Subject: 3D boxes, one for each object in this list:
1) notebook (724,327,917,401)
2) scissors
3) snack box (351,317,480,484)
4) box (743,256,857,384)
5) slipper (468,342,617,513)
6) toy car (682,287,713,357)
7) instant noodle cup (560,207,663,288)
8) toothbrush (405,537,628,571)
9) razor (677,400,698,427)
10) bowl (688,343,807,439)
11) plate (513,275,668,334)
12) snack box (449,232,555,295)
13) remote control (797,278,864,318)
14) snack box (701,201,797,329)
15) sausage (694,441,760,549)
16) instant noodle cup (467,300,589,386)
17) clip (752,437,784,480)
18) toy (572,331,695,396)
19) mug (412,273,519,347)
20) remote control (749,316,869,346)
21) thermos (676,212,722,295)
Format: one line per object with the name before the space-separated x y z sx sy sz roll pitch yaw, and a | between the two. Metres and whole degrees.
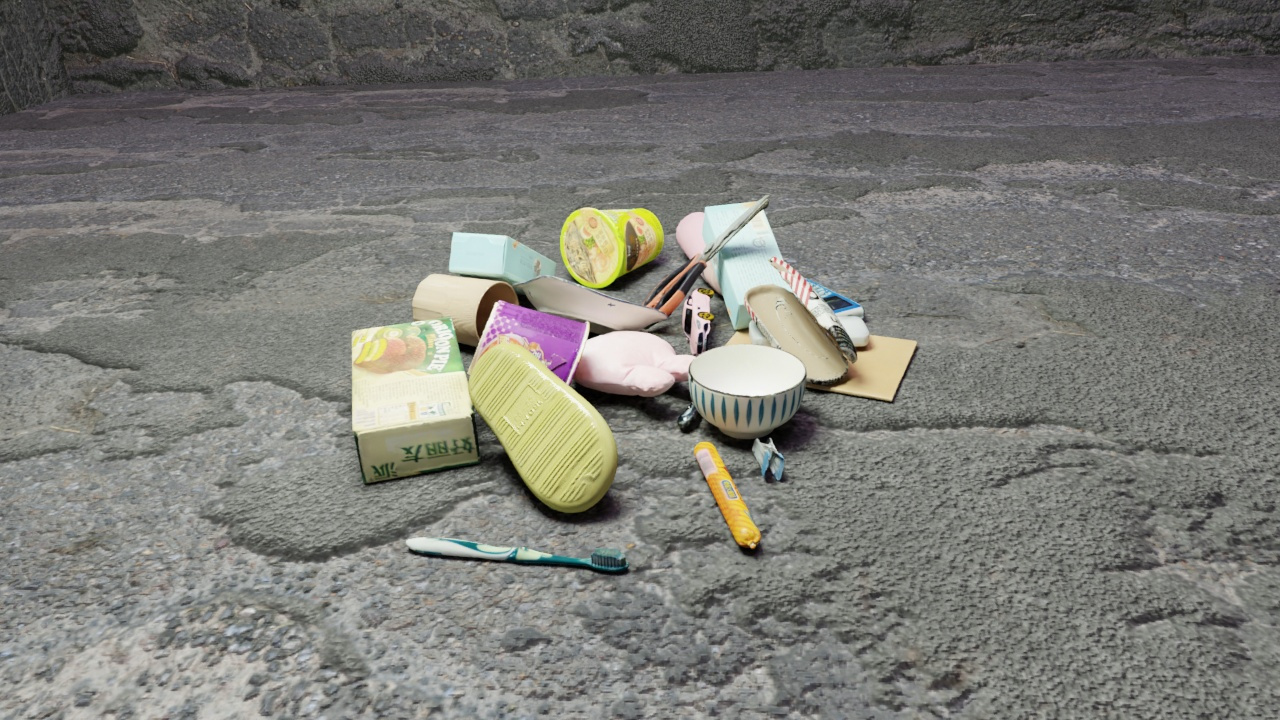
notebook | 0.199 -0.005 1.053 0.208 0.008 0.147 10 29 24
scissors | 0.077 -0.117 1.110 0.209 0.015 0.185 -22 34 55
snack box | -0.240 0.033 0.959 0.114 0.063 0.240 -9 27 -14
box | 0.173 -0.037 1.020 0.076 0.087 0.163 30 20 -50
slipper | -0.082 0.059 0.849 0.190 0.092 0.081 45 10 29
toy car | 0.068 -0.046 1.095 0.037 0.056 0.122 2 27 2
instant noodle cup | -0.032 -0.170 1.304 0.112 0.112 0.123 17 26 34
toothbrush | -0.103 0.155 0.750 0.192 0.018 0.016 3 28 12
razor | 0.067 0.033 0.974 0.043 0.022 0.142 -20 20 29
bowl | 0.105 0.036 0.914 0.116 0.066 0.116 -1 26 0
plate | -0.065 -0.058 1.086 0.163 0.034 0.164 16 -5 -21
snack box | -0.175 -0.121 1.187 0.074 0.051 0.174 5 -4 16
remote control | 0.227 -0.075 1.171 0.049 0.024 0.125 -15 28 -23
snack box | 0.133 -0.121 1.148 0.074 0.052 0.174 -8 54 -8
sausage | 0.074 0.115 0.808 0.021 0.021 0.165 -7 27 -9
instant noodle cup | -0.117 -0.005 0.935 0.099 0.112 0.111 20 25 -10
clip | 0.119 0.089 0.856 0.038 0.026 0.058 5 17 -10
toy | -0.006 0.006 0.994 0.121 0.054 0.160 -20 24 -32
mug | -0.204 -0.061 1.139 0.104 0.084 0.124 11 6 29
remote control | 0.196 -0.032 1.072 0.136 0.020 0.055 -2 27 1
thermos | 0.113 -0.145 1.287 0.087 0.067 0.198 20 19 -22
